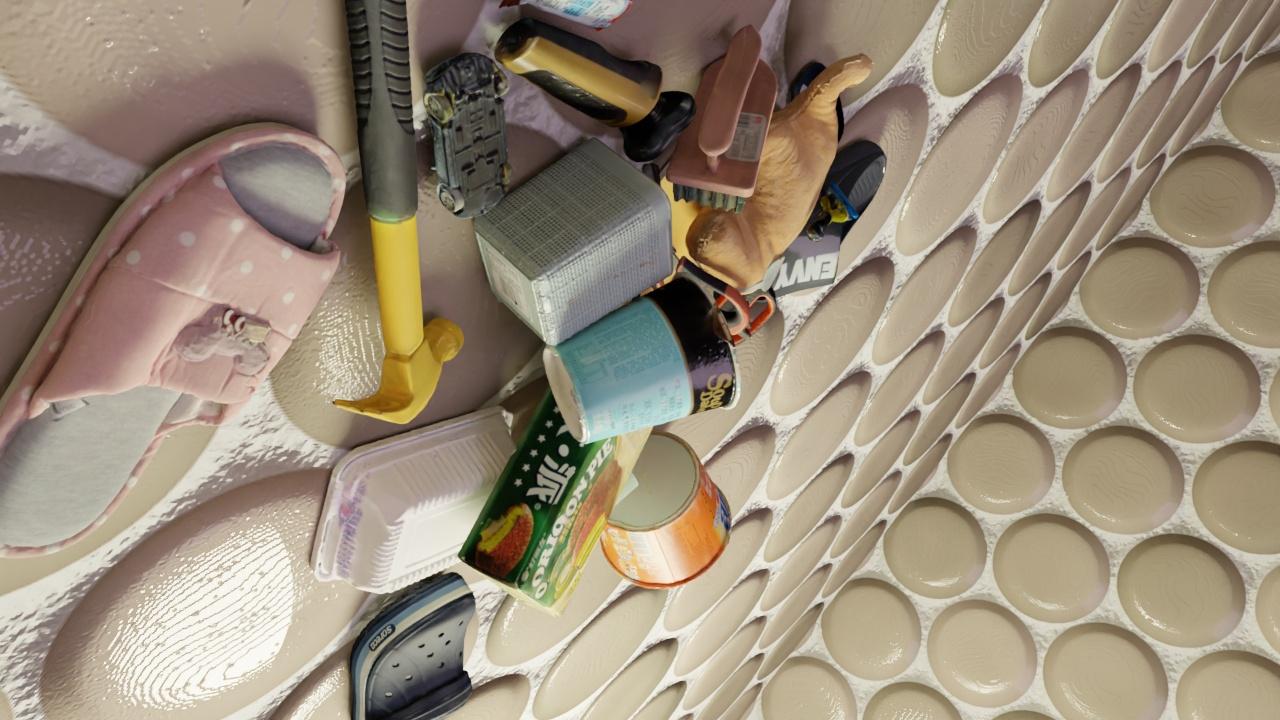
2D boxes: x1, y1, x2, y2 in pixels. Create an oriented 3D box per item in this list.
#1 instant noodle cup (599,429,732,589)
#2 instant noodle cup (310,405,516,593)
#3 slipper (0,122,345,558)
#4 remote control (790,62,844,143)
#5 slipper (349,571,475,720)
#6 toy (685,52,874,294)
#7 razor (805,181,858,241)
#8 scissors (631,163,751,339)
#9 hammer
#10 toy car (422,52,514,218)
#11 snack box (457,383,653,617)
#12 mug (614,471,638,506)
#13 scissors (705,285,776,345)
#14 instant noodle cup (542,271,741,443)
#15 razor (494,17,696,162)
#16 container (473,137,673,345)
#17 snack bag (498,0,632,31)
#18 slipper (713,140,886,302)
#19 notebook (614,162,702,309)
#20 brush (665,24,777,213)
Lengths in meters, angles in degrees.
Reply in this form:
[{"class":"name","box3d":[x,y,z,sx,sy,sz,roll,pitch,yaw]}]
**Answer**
[{"class":"instant noodle cup","box3d":[0.015,0.152,0.979,0.151,0.151,0.111,-42,143,-16]},{"class":"instant noodle cup","box3d":[-0.169,0.120,0.743,0.173,0.060,0.138,-15,137,-47]},{"class":"slipper","box3d":[-0.245,-0.003,0.475,0.274,0.054,0.114,-52,153,-1]},{"class":"remote control","box3d":[0.171,-0.227,0.865,0.053,0.024,0.136,-51,153,-2]},{"class":"slipper","box3d":[-0.215,0.311,0.875,0.104,0.095,0.253,-23,146,-47]},{"class":"toy","box3d":[0.121,-0.159,0.790,0.226,0.082,0.143,-58,166,6]},{"class":"razor","box3d":[0.172,-0.130,0.848,0.022,0.042,0.142,-38,-176,31]},{"class":"scissors","box3d":[0.028,-0.076,0.751,0.198,0.214,0.015,-43,-154,53]},{"class":"hammer","box3d":[-0.141,-0.086,0.523,0.128,0.033,0.301,-69,169,-51]},{"class":"toy car","box3d":[-0.105,-0.134,0.552,0.048,0.031,0.106,-34,147,-30]},{"class":"snack box","box3d":[-0.053,0.084,0.767,0.239,0.063,0.114,-63,158,-18]},{"class":"mug","box3d":[-0.071,0.121,0.879,0.106,0.082,0.112,-41,-174,-11]},{"class":"scissors","box3d":[0.031,-0.010,0.911,0.235,0.021,0.125,-32,126,15]},{"class":"instant noodle cup","box3d":[-0.004,0.004,0.680,0.120,0.111,0.111,-20,144,-16]},{"class":"razor","box3d":[-0.028,-0.175,0.594,0.167,0.062,0.067,7,86,-55]},{"class":"container","box3d":[-0.048,-0.081,0.646,0.111,0.090,0.090,-36,149,-21]},{"class":"snack bag","box3d":[-0.039,-0.220,0.549,0.104,0.026,0.048,-10,156,-50]},{"class":"slipper","box3d":[0.183,-0.135,0.938,0.267,0.083,0.111,-38,148,-26]},{"class":"notebook","box3d":[0.017,-0.098,0.806,0.206,0.010,0.146,-51,153,1]},{"class":"brush","box3d":[0.066,-0.181,0.679,0.073,0.063,0.145,89,17,-57]}]
